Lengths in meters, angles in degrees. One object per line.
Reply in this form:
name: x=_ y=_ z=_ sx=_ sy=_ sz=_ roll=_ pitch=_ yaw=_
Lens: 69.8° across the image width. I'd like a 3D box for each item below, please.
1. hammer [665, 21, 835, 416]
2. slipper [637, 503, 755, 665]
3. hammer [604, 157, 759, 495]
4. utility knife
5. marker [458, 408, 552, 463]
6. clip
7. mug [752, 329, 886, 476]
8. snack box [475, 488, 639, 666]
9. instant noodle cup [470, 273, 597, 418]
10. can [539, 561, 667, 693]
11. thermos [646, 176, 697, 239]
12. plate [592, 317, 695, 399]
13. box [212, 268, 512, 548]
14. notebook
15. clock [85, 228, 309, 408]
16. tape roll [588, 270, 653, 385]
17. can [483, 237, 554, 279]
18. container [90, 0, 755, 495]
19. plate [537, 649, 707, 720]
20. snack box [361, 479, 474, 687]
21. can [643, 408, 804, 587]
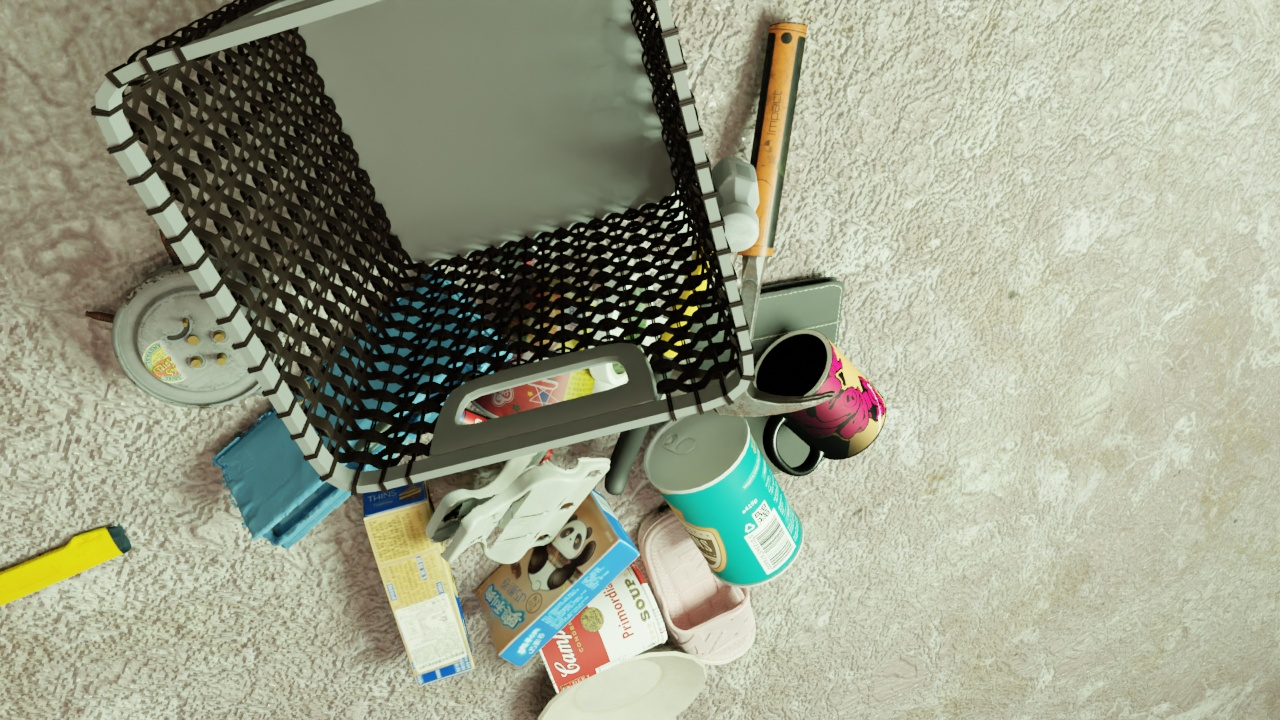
hammer: x=0.108 y=-0.106 z=0.740 sx=0.138 sy=0.035 sz=0.314 roll=11 pitch=102 yaw=16
slipper: x=0.065 y=0.249 z=0.953 sx=0.094 sy=0.064 sz=0.239 roll=-29 pitch=124 yaw=-8
hammer: x=0.023 y=-0.013 z=0.720 sx=0.029 sy=0.126 sz=0.325 roll=16 pitch=129 yaw=-7
utility knife: x=-0.492 y=0.175 z=0.681 sx=0.217 sy=0.019 sz=0.030 roll=-24 pitch=119 yaw=-17
marker: x=-0.136 y=0.055 z=0.777 sx=0.145 sy=0.021 sz=0.023 roll=27 pitch=96 yaw=-34
clip: x=-0.116 y=0.112 z=0.774 sx=0.152 sy=0.099 sz=0.127 roll=3 pitch=132 yaw=-40
mug: x=0.153 y=0.047 z=0.827 sx=0.098 sy=0.082 sz=0.118 roll=39 pitch=76 yaw=-36
snack box: x=-0.079 y=0.196 z=0.841 sx=0.151 sy=0.087 sz=0.034 roll=-44 pitch=127 yaw=3
instant noodle cup: x=-0.074 y=-0.006 z=0.733 sx=0.100 sy=0.100 sz=0.112 roll=13 pitch=103 yaw=-30
can: x=-0.044 y=0.257 z=0.892 sx=0.116 sy=0.086 sz=0.087 roll=-22 pitch=124 yaw=-12
thermos: x=-0.013 y=-0.181 z=0.683 sx=0.052 sy=0.052 sz=0.224 roll=-39 pitch=126 yaw=-1
plate: x=-0.005 y=0.005 z=0.804 sx=0.104 sy=0.026 sz=0.104 roll=-8 pitch=117 yaw=-16
box: x=-0.213 y=0.034 z=0.686 sx=0.231 sy=0.093 sz=0.054 roll=-40 pitch=168 yaw=1
notebook: x=0.113 y=0.026 z=0.874 sx=0.169 sy=0.029 sz=0.209 roll=-12 pitch=125 yaw=-17
clock: x=-0.296 y=-0.013 z=0.644 sx=0.104 sy=0.056 sz=0.148 roll=-46 pitch=124 yaw=5
tape roll: x=-0.015 y=-0.027 z=0.722 sx=0.093 sy=0.018 sz=0.094 roll=16 pitch=89 yaw=-73
can: x=-0.083 y=-0.099 z=0.709 sx=0.080 sy=0.031 sz=0.031 roll=-44 pitch=126 yaw=3
container: x=-0.091 y=-0.115 z=0.528 sx=0.247 sy=0.243 sz=0.246 roll=-14 pitch=124 yaw=6
plate: x=-0.022 y=0.355 z=0.978 sx=0.188 sy=0.027 sz=0.189 roll=-13 pitch=136 yaw=-13
snack box: x=-0.194 y=0.192 z=0.806 sx=0.056 sy=0.057 sz=0.207 roll=-14 pitch=122 yaw=-13
can: x=0.079 y=0.125 z=0.841 sx=0.099 sy=0.099 sz=0.144 roll=-34 pitch=124 yaw=-4
